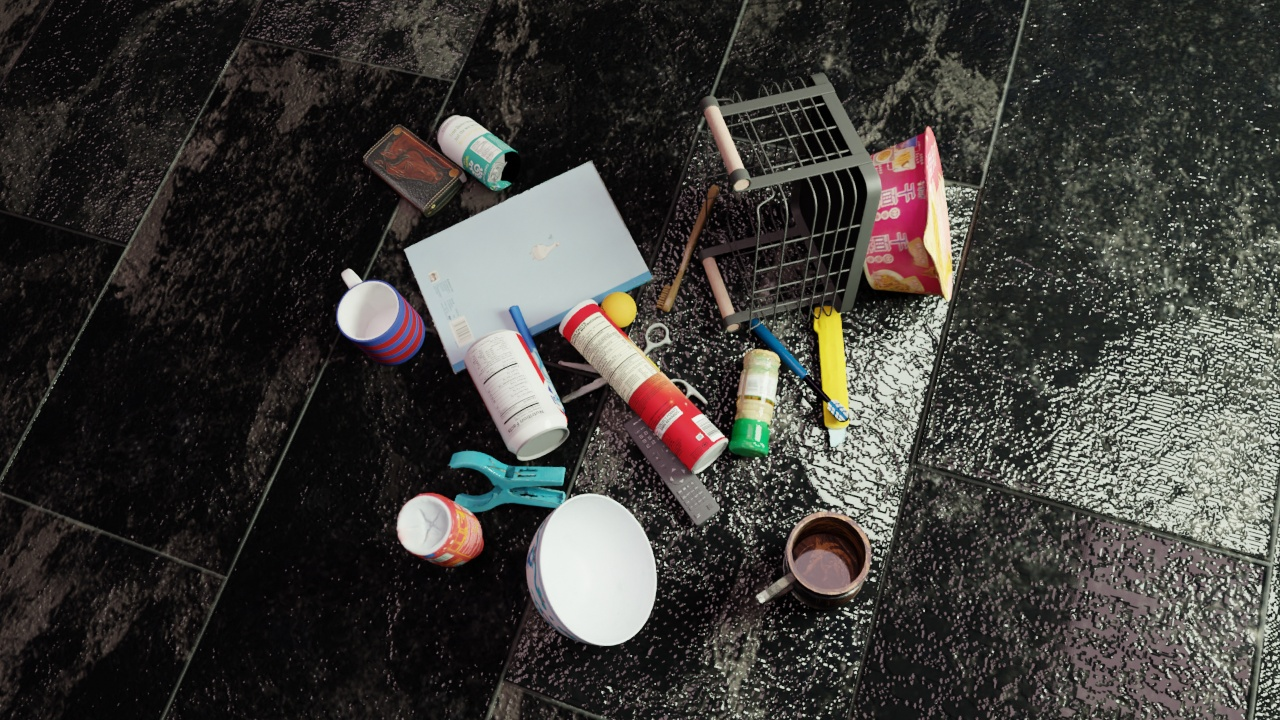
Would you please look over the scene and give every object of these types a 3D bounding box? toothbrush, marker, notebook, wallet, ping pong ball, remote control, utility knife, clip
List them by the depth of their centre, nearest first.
[{"bbox_3d":[0.032,0.112,0.967,0.032,0.015,0.136,-36,69,-5],"label":"remote control"},{"bbox_3d":[-0.148,0.146,0.975,0.130,0.031,0.121,22,118,-10],"label":"clip"},{"bbox_3d":[0.203,0.011,0.977,0.030,0.017,0.164,-5,69,12],"label":"utility knife"},{"bbox_3d":[0.163,0.004,0.979,0.014,0.014,0.167,-43,64,4],"label":"toothbrush"},{"bbox_3d":[-0.025,-0.056,1.025,0.040,0.040,0.040,-3,69,8],"label":"ping pong ball"},{"bbox_3d":[-0.115,0.000,1.027,0.013,0.013,0.141,-26,74,-1],"label":"marker"},{"bbox_3d":[0.056,-0.130,1.053,0.016,0.016,0.166,19,75,15],"label":"toothbrush"},{"bbox_3d":[-0.136,-0.113,1.080,0.253,0.009,0.181,-25,69,-1],"label":"notebook"},{"bbox_3d":[-0.282,-0.237,1.143,0.123,0.019,0.072,38,77,19],"label":"wallet"}]

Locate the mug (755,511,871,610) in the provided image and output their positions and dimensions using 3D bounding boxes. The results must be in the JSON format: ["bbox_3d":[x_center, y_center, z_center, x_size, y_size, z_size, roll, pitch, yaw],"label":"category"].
[{"bbox_3d":[0.160,0.199,0.865,0.115,0.107,0.080,-33,68,-4],"label":"mug"}]

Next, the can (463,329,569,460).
[{"bbox_3d":[-0.134,0.036,0.992,0.070,0.070,0.132,-30,68,-3],"label":"can"}]

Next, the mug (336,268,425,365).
[{"bbox_3d":[-0.304,-0.055,1.049,0.075,0.076,0.112,-36,69,-5],"label":"mug"}]

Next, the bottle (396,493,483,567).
[{"bbox_3d":[-0.190,0.174,0.913,0.062,0.137,0.062,-2,70,7],"label":"bottle"}]

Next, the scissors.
[{"bbox_3d":[-0.008,0.022,1.008,0.162,0.014,0.141,40,78,19],"label":"scissors"}]

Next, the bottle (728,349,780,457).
[{"bbox_3d":[0.120,0.045,0.964,0.043,0.043,0.111,7,71,11],"label":"bottle"}]

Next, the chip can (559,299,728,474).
[{"bbox_3d":[0.002,0.026,0.970,0.051,0.052,0.214,-41,72,-7],"label":"chip can"}]

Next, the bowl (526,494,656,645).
[{"bbox_3d":[-0.062,0.210,0.902,0.074,0.143,0.143,-27,61,42],"label":"bowl"}]

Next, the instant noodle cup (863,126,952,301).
[{"bbox_3d":[0.271,-0.145,0.952,0.078,0.178,0.178,-5,68,24],"label":"instant noodle cup"}]

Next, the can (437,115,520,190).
[{"bbox_3d":[-0.197,-0.253,1.117,0.101,0.055,0.055,38,79,19],"label":"can"}]

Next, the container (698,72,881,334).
[{"bbox_3d":[0.136,-0.151,0.927,0.130,0.242,0.162,-14,59,-5],"label":"container"}]
